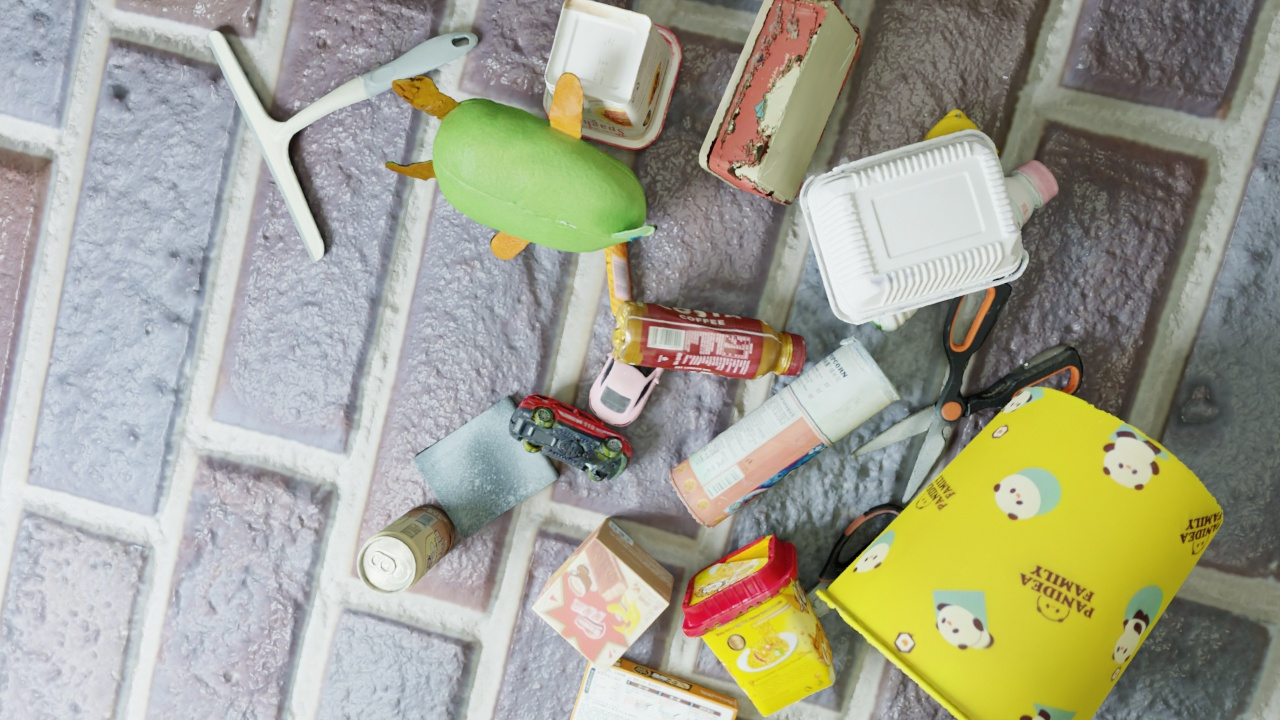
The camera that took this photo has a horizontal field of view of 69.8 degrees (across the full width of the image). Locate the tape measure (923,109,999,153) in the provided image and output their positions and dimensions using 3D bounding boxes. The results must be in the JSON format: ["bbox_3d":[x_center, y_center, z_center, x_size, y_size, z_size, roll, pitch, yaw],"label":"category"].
[{"bbox_3d":[0.287,-0.193,0.836,0.057,0.029,0.060,-42,89,8],"label":"tape measure"}]

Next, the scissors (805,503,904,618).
[{"bbox_3d":[0.193,0.233,0.886,0.194,0.015,0.206,10,96,4],"label":"scissors"}]

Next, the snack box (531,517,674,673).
[{"bbox_3d":[-0.033,0.222,0.876,0.093,0.077,0.094,42,97,1],"label":"snack box"}]

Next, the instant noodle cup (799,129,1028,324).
[{"bbox_3d":[0.234,-0.117,0.768,0.173,0.060,0.138,-16,87,1],"label":"instant noodle cup"}]

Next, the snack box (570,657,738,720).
[{"bbox_3d":[0.013,0.348,0.907,0.154,0.026,0.075,18,97,4],"label":"snack box"}]

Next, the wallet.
[{"bbox_3d":[-0.153,0.106,0.909,0.121,0.019,0.097,-33,89,8],"label":"wallet"}]

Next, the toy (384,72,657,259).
[{"bbox_3d":[-0.103,-0.164,0.809,0.246,0.228,0.089,23,54,-10],"label":"toy"}]

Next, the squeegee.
[{"bbox_3d":[-0.268,-0.256,0.879,0.247,0.039,0.246,-24,92,7],"label":"squeegee"}]

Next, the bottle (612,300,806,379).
[{"bbox_3d":[0.064,-0.015,0.841,0.175,0.057,0.057,8,95,-12],"label":"bottle"}]

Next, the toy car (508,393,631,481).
[{"bbox_3d":[-0.065,0.072,0.878,0.120,0.045,0.053,27,133,-5],"label":"toy car"}]

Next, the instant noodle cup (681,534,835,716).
[{"bbox_3d":[0.113,0.244,0.842,0.116,0.116,0.123,-31,92,11],"label":"instant noodle cup"}]

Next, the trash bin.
[{"bbox_3d":[0.316,0.175,0.765,0.229,0.229,0.255,40,87,1],"label":"trash bin"}]

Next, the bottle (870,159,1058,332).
[{"bbox_3d":[0.282,-0.107,0.826,0.197,0.068,0.068,-36,91,4],"label":"bottle"}]

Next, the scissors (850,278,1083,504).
[{"bbox_3d":[0.299,0.025,0.851,0.221,0.021,0.224,-9,105,2],"label":"scissors"}]

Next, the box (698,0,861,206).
[{"bbox_3d":[0.130,-0.228,0.805,0.079,0.091,0.168,27,97,34],"label":"box"}]

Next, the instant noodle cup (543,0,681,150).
[{"bbox_3d":[-0.030,-0.258,0.813,0.116,0.124,0.117,16,96,4],"label":"instant noodle cup"}]

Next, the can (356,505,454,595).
[{"bbox_3d":[-0.220,0.178,0.870,0.058,0.116,0.058,0,95,5],"label":"can"}]

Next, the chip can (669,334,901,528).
[{"bbox_3d":[0.130,0.068,0.844,0.215,0.071,0.071,-37,90,11],"label":"chip can"}]

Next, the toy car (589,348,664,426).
[{"bbox_3d":[-0.005,0.005,0.877,0.056,0.037,0.122,29,96,1],"label":"toy car"}]

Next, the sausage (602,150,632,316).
[{"bbox_3d":[-0.025,-0.117,0.875,0.021,0.021,0.165,-6,94,6],"label":"sausage"}]
